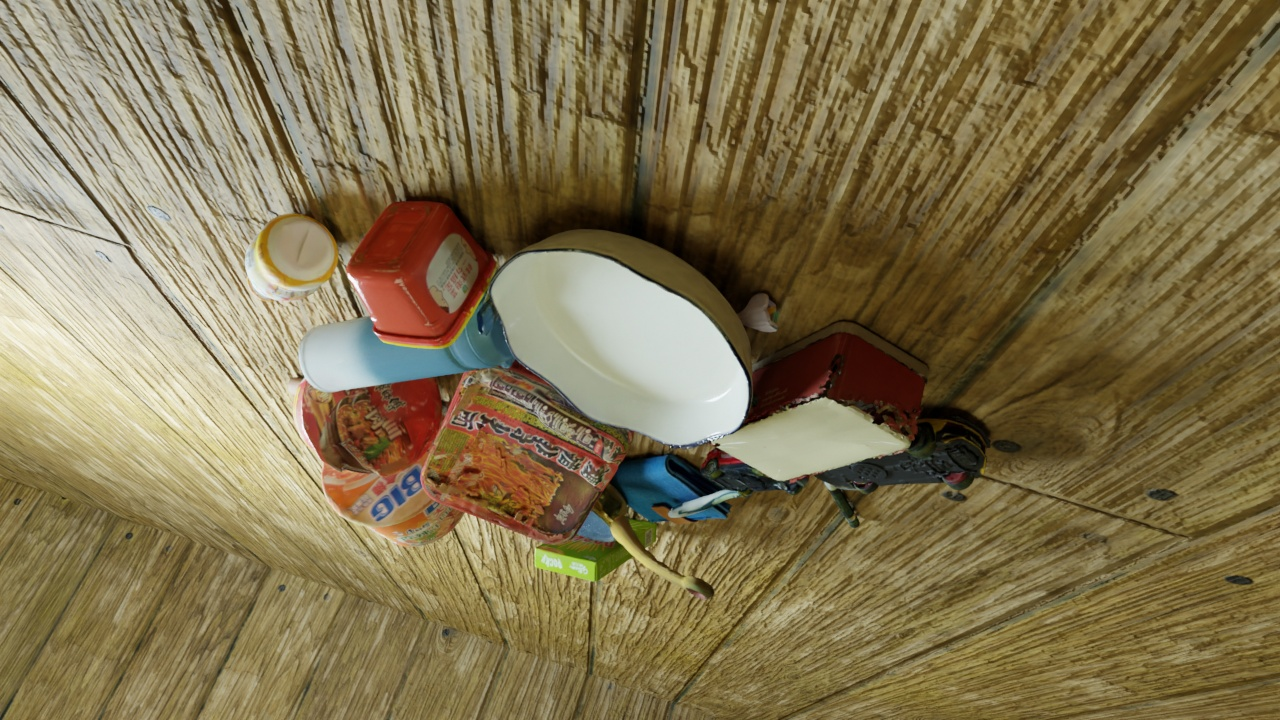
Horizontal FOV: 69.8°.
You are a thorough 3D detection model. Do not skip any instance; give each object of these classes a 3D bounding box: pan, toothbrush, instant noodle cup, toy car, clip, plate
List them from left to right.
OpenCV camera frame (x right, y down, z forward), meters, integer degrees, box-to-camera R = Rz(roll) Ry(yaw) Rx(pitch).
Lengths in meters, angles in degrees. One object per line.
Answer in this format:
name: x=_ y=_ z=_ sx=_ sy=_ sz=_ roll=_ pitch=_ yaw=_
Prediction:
instant noodle cup: x=-0.285 y=0.047 z=0.931 sx=0.138 sy=0.137 sz=0.109 roll=33 pitch=160 yaw=-26
instant noodle cup: x=-0.264 y=0.134 z=1.031 sx=0.151 sy=0.151 sz=0.111 roll=12 pitch=152 yaw=15
clip: x=-0.113 y=-0.046 z=0.706 sx=0.028 sy=0.056 sz=0.024 roll=13 pitch=140 yaw=11
instant noodle cup: x=-0.106 y=0.079 z=0.868 sx=0.164 sy=0.079 sz=0.189 roll=25 pitch=123 yaw=-9
pan: x=-0.054 y=0.168 z=0.989 sx=0.358 sy=0.078 sz=0.198 roll=11 pitch=152 yaw=39
plate: x=-0.010 y=-0.017 z=0.669 sx=0.205 sy=0.045 sz=0.205 roll=21 pitch=148 yaw=14
toothbrush: x=0.024 y=-0.025 z=0.695 sx=0.190 sy=0.021 sz=0.029 roll=-7 pitch=106 yaw=45
toothbrush: x=0.095 y=0.133 z=0.912 sx=0.016 sy=0.018 sz=0.192 roll=40 pitch=135 yaw=-25
toy car: x=0.105 y=0.095 z=0.840 sx=0.053 sy=0.045 sz=0.121 roll=31 pitch=159 yaw=-25
toothbrush: x=0.179 y=0.120 z=0.870 sx=0.012 sy=0.017 sz=0.186 roll=16 pitch=157 yaw=37
toy car: x=0.201 y=0.075 z=0.741 sx=0.071 sy=0.041 sz=0.156 roll=36 pitch=148 yaw=-30

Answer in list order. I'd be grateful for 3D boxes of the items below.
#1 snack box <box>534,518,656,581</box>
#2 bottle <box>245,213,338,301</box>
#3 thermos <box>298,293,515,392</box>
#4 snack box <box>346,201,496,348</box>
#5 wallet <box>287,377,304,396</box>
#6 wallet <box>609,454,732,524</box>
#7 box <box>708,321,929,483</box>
snack box: x=-0.051 y=0.225 z=1.120 sx=0.086 sy=0.026 sz=0.156 roll=6 pitch=-170 yaw=27
bottle: x=-0.293 y=-0.079 z=0.757 sx=0.063 sy=0.063 sz=0.109 roll=33 pitch=151 yaw=-26
thermos: x=-0.198 y=-0.016 z=0.791 sx=0.221 sy=0.070 sz=0.070 roll=-9 pitch=143 yaw=31
snack box: x=-0.159 y=-0.064 z=0.667 sx=0.082 sy=0.091 sz=0.080 roll=6 pitch=144 yaw=25
wallet: x=-0.340 y=0.057 z=1.091 sx=0.132 sy=0.031 sz=0.108 roll=4 pitch=148 yaw=31
wallet: x=0.022 y=0.142 z=1.002 sx=0.106 sy=0.040 sz=0.133 roll=39 pitch=149 yaw=-26
box: x=0.128 y=0.045 z=0.691 sx=0.091 sy=0.078 sz=0.169 roll=29 pitch=153 yaw=-17
